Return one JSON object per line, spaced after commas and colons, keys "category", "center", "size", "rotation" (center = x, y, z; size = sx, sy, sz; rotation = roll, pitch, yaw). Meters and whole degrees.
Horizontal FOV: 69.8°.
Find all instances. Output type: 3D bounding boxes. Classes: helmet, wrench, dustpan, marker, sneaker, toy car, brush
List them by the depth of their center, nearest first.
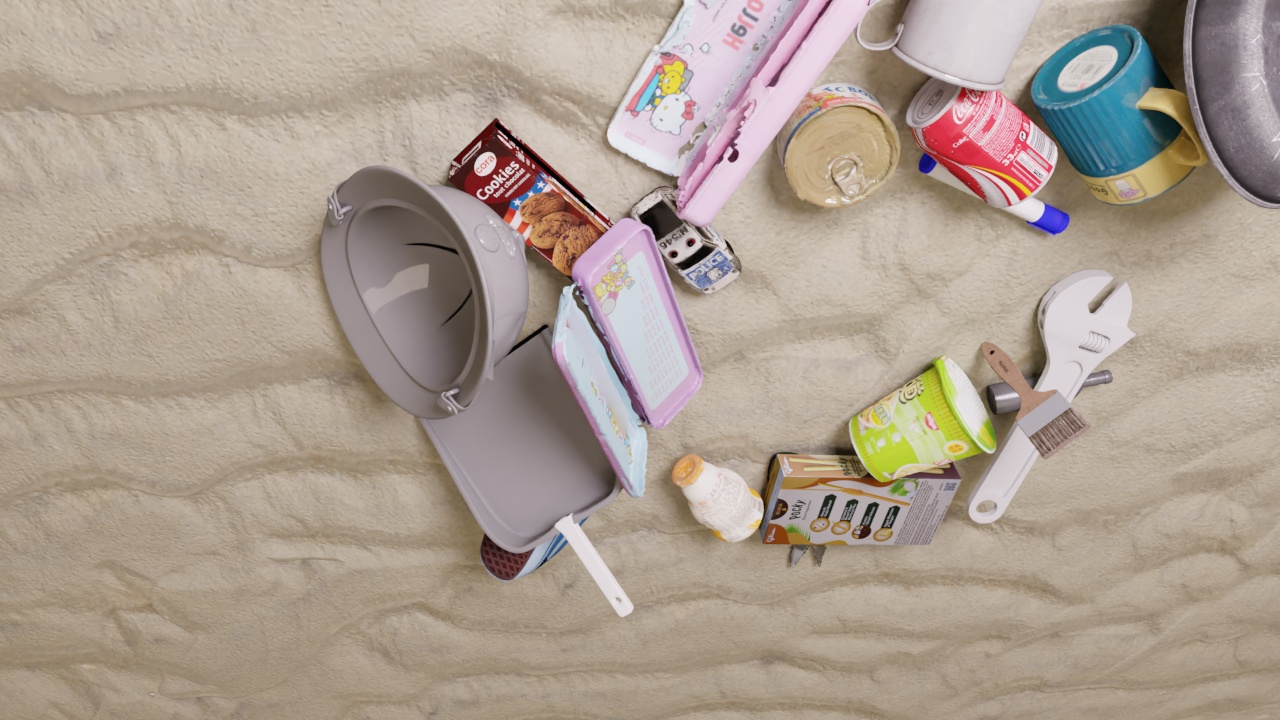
{"category": "helmet", "center": [-0.140, -0.064, 0.696], "size": [0.272, 0.117, 0.183], "rotation": [-28, 93, 55]}
{"category": "marker", "center": [0.288, -0.135, 0.745], "size": [0.141, 0.020, 0.020], "rotation": [18, 126, -19]}
{"category": "toy car", "center": [0.039, -0.094, 0.746], "size": [0.049, 0.040, 0.113], "rotation": [-33, 126, 23]}
{"category": "brush", "center": [0.334, 0.026, 0.804], "size": [0.045, 0.143, 0.008], "rotation": [-43, 123, 17]}
{"category": "dustpan", "center": [-0.080, 0.119, 0.835], "size": [0.163, 0.033, 0.257], "rotation": [-33, 93, 22]}
{"category": "wrench", "center": [0.371, 0.041, 0.863], "size": [0.086, 0.018, 0.274], "rotation": [17, 116, -8]}
{"category": "sneaker", "center": [-0.070, 0.111, 0.908], "size": [0.083, 0.098, 0.242], "rotation": [40, 111, 17]}

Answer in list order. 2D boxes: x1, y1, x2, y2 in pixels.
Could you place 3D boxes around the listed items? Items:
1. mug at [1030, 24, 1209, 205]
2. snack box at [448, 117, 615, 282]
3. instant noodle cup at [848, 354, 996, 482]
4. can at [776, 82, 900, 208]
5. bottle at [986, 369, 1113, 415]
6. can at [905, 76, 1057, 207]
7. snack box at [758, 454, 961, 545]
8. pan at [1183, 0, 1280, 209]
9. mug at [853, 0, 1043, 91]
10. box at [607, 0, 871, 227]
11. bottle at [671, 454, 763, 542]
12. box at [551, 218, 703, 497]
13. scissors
{"category": "mug", "center": [0.353, -0.174, 0.657], "size": [0.083, 0.113, 0.107], "rotation": [-48, 119, 1]}
{"category": "snack box", "center": [-0.078, -0.120, 0.720], "size": [0.051, 0.031, 0.141], "rotation": [-36, 124, 24]}
{"category": "instant noodle cup", "center": [0.263, 0.063, 0.868], "size": [0.108, 0.098, 0.099], "rotation": [-32, 126, 30]}
{"category": "can", "center": [0.148, -0.162, 0.695], "size": [0.086, 0.043, 0.086], "rotation": [-2, 130, -2]}
{"category": "bottle", "center": [0.395, 0.027, 0.883], "size": [0.113, 0.030, 0.030], "rotation": [-12, 130, 6]}
{"category": "can", "center": [0.253, -0.165, 0.683], "size": [0.104, 0.064, 0.064], "rotation": [31, 121, -21]}
{"category": "snack box", "center": [0.224, 0.146, 0.952], "size": [0.186, 0.031, 0.101], "rotation": [2, 128, -9]}
{"category": "pan", "center": [0.372, -0.251, 0.592], "size": [0.357, 0.055, 0.187], "rotation": [42, 72, -21]}
{"category": "mug", "center": [0.205, -0.233, 0.615], "size": [0.113, 0.084, 0.071], "rotation": [12, 126, -8]}
{"category": "box", "center": [0.057, -0.202, 0.635], "size": [0.102, 0.086, 0.202], "rotation": [30, 123, -12]}
{"category": "bottle", "center": [0.076, 0.137, 0.930], "size": [0.063, 0.063, 0.109], "rotation": [-32, 126, 21]}
{"category": "box", "center": [-0.011, 0.003, 0.752], "size": [0.049, 0.149, 0.214], "rotation": [10, 146, 26]}
{"category": "scissors", "center": [0.174, 0.162, 0.990], "size": [0.146, 0.015, 0.210], "rotation": [9, 128, -15]}
